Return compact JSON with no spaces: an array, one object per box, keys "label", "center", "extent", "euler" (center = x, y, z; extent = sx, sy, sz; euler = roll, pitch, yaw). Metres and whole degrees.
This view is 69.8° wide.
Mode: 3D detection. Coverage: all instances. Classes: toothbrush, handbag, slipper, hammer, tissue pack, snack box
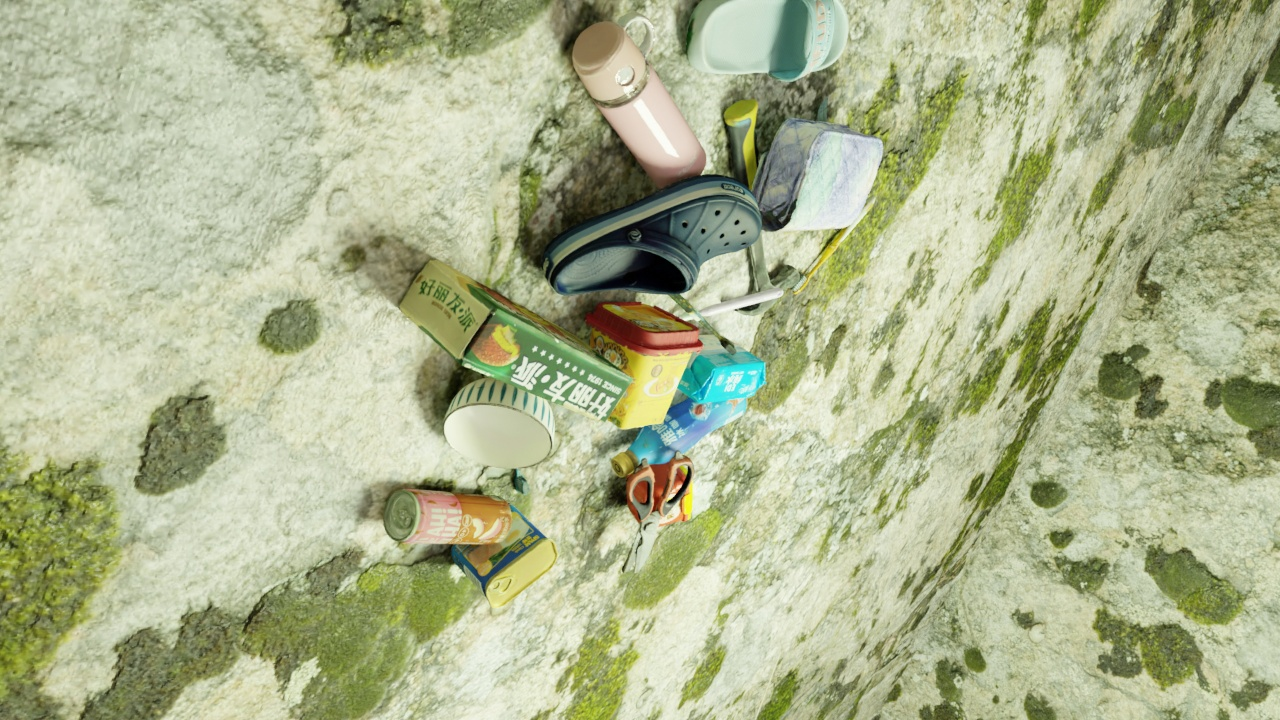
[{"label":"toothbrush","center":[0.282,-0.172,1.342],"extent":[0.191,0.016,0.018],"euler":[-50,135,-5]},{"label":"toothbrush","center":[0.064,-0.059,1.138],"extent":[0.012,0.017,0.186],"euler":[-41,128,12]},{"label":"handbag","center":[0.217,-0.225,1.134],"extent":[0.193,0.075,0.134],"euler":[-10,123,-51]},{"label":"slipper","center":[0.023,-0.118,0.969],"extent":[0.252,0.095,0.105],"euler":[-17,157,-15]},{"label":"hammer","center":[0.141,-0.180,1.160],"extent":[0.126,0.032,0.324],"euler":[-41,142,-20]},{"label":"tissue pack","center":[0.094,0.012,1.212],"extent":[0.139,0.090,0.063],"euler":[-5,122,-46]},{"label":"snack box","center":[-0.119,-0.014,0.929],"extent":[0.063,0.114,0.240],"euler":[-56,144,3]},{"label":"toothbrush","center":[-0.147,0.092,1.064],"extent":[0.016,0.018,0.192],"euler":[-31,138,-29]},{"label":"toothbrush","center":[0.103,-0.067,1.180],"extent":[0.189,0.021,0.029],"euler":[-17,122,-21]},{"label":"slipper","center":[0.151,-0.355,0.995],"extent":[0.244,0.074,0.104],"euler":[-19,130,-37]},{"label":"snack box","center":[0.025,0.186,1.290],"extent":[0.080,0.082,0.091],"euler":[-20,132,-20]}]

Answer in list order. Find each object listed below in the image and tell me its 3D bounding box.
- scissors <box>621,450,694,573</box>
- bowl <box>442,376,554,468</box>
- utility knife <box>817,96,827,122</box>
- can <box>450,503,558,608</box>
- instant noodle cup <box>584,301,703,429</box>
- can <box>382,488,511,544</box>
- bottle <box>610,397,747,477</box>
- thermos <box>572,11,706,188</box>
[{"label":"scissors","center":[0.004,0.210,1.240],"extent":[0.205,0.015,0.197],"euler":[-39,131,9]},{"label":"bowl","center":[-0.146,0.057,0.978],"extent":[0.117,0.116,0.066],"euler":[75,17,-47]},{"label":"utility knife","center":[0.238,-0.256,1.220],"extent":[0.030,0.021,0.199],"euler":[-38,147,-29]},{"label":"can","center":[-0.164,0.232,1.102],"extent":[0.101,0.083,0.057],"euler":[-35,139,-25]},{"label":"instant noodle cup","center":[-0.006,0.006,1.065],"extent":[0.115,0.116,0.124],"euler":[-5,117,-47]},{"label":"can","center":[-0.212,0.176,1.024],"extent":[0.147,0.058,0.058],"euler":[16,105,-53]},{"label":"bottle","center":[0.051,0.094,1.252],"extent":[0.218,0.065,0.065],"euler":[-30,137,-29]},{"label":"thermos","center":[0.007,-0.257,0.915],"extent":[0.087,0.067,0.198],"euler":[-46,143,-1]}]
